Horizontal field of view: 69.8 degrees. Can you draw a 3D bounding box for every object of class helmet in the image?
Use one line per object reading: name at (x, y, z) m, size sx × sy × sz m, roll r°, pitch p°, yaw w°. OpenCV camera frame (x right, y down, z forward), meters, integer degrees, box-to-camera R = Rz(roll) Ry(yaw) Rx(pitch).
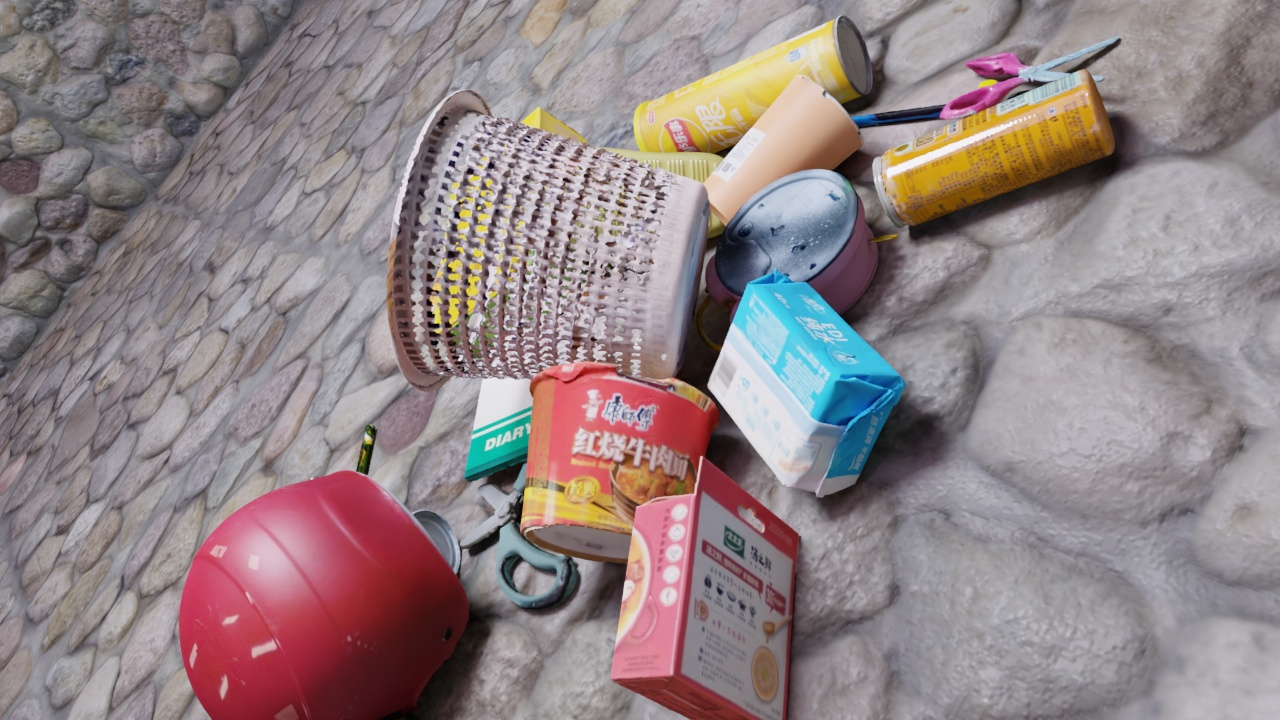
helmet at (-0.268, 0.205, 0.696) m, size 0.207 × 0.143 × 0.240 m, roll 42°, pitch 108°, yaw 21°

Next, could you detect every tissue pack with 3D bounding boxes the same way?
tissue pack at (0.104, 0.012, 0.595) m, size 0.140 × 0.063 × 0.090 m, roll 55°, pitch 135°, yaw 46°

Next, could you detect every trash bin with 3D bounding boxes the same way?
trash bin at (-0.054, -0.072, 0.683) m, size 0.192 × 0.228 × 0.226 m, roll 10°, pitch 59°, yaw 7°

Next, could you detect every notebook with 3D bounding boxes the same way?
notebook at (-0.066, 0.013, 0.803) m, size 0.210 × 0.012 × 0.150 m, roll -24°, pitch 43°, yaw 28°

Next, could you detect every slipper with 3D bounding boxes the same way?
slipper at (-0.002, -0.141, 0.825) m, size 0.191 × 0.081 × 0.091 m, roll 1°, pitch 90°, yaw 8°

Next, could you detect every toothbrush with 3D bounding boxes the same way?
toothbrush at (-0.292, 0.140, 0.931) m, size 0.012 × 0.017 × 0.185 m, roll -32°, pitch 40°, yaw 31°
toothbrush at (0.226, -0.195, 0.718) m, size 0.190 × 0.014 × 0.016 m, roll 9°, pitch 64°, yaw 48°

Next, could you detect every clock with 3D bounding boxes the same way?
clock at (0.105, -0.068, 0.690) m, size 0.159 × 0.060 × 0.117 m, roll -38°, pitch 40°, yaw 11°

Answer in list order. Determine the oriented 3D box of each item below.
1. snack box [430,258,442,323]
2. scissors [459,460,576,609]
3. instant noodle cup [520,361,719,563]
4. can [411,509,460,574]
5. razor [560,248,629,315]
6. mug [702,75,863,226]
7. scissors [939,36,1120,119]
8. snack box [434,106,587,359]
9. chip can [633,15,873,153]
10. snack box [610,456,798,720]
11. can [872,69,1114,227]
snack box at (-0.193, -0.112, 1.040) m, size 0.077 × 0.027 × 0.155 m, roll -18°, pitch 47°, yaw 31°
scissors at (-0.078, 0.126, 0.737) m, size 0.170 × 0.019 × 0.179 m, roll -38°, pitch 40°, yaw 11°
instant noodle cup at (-0.020, 0.078, 0.638) m, size 0.138 × 0.138 × 0.108 m, roll -10°, pitch 61°, yaw 39°
can at (-0.209, 0.174, 0.782) m, size 0.094 × 0.066 × 0.066 m, roll -28°, pitch 43°, yaw 24°
razor at (-0.026, -0.093, 0.868) m, size 0.143 × 0.022 × 0.042 m, roll -47°, pitch 40°, yaw 1°
mug at (0.109, -0.160, 0.746) m, size 0.123 × 0.078 × 0.078 m, roll -44°, pitch 38°, yaw 5°
scissors at (0.276, -0.207, 0.663) m, size 0.133 × 0.017 × 0.135 m, roll -22°, pitch 28°, yaw 9°
snack box at (-0.128, -0.125, 0.920) m, size 0.158 × 0.070 × 0.209 m, roll -30°, pitch 48°, yaw 36°
chip can at (0.097, -0.236, 0.830) m, size 0.214 × 0.072 × 0.071 m, roll -15°, pitch 49°, yaw 36°
snack box at (0.042, 0.138, 0.532) m, size 0.044 × 0.113 × 0.126 m, roll -17°, pitch 47°, yaw 35°
can at (0.237, -0.141, 0.624) m, size 0.146 × 0.058 × 0.058 m, roll -18°, pitch 47°, yaw 33°
